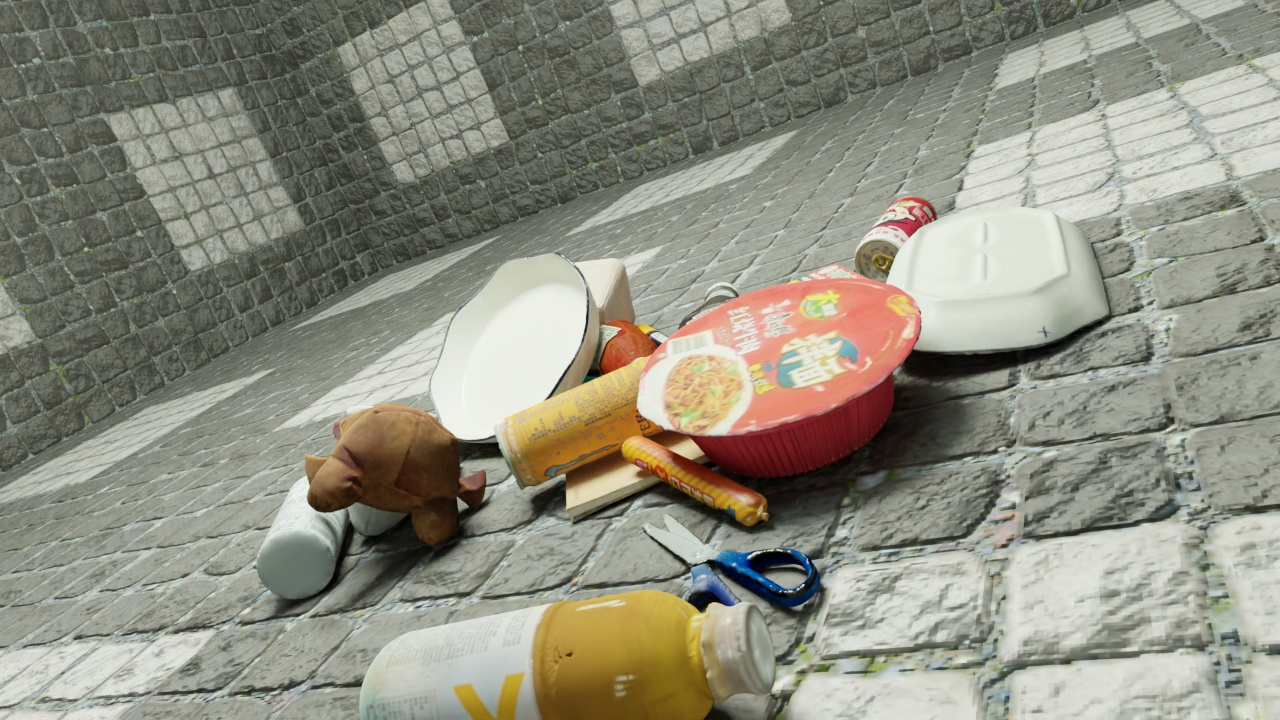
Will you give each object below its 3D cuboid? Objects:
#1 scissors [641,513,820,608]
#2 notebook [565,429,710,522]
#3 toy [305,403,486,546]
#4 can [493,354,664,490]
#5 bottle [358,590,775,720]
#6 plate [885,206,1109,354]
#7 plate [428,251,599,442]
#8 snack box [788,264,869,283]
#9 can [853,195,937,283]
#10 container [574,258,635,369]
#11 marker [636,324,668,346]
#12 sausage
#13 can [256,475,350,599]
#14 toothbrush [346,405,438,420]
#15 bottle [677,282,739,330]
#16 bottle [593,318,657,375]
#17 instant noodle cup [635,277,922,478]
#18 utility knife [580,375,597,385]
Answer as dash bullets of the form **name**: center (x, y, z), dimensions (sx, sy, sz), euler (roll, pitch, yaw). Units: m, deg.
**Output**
- **scissors**: center (0.046, 0.108, 0.519), dimensions (0.125, 0.012, 0.173), euler (-21, 14, 12)
- **notebook**: center (0.038, 0.052, 0.717), dimensions (0.211, 0.012, 0.149), euler (-22, 15, 0)
- **toy**: center (-0.204, 0.092, 0.761), dimensions (0.130, 0.140, 0.199), euler (-66, 18, 1)
- **can**: center (-0.035, 0.046, 0.706), dimensions (0.146, 0.058, 0.058), euler (-23, 16, -4)
- **bottle**: center (-0.035, 0.143, 0.409), dimensions (0.190, 0.068, 0.067), euler (-17, 17, 21)
- **plate**: center (0.268, -0.073, 0.716), dimensions (0.162, 0.034, 0.264), euler (-4, 23, 24)
- **plate**: center (-0.121, -0.009, 0.904), dimensions (0.205, 0.045, 0.204), euler (-21, 52, 29)
- **snack box**: center (0.173, -0.052, 0.843), dimensions (0.077, 0.027, 0.155), euler (-22, 16, -2)
- **can**: center (0.252, -0.118, 0.901), dimensions (0.053, 0.053, 0.132), euler (-12, 19, 35)
- **container**: center (-0.062, -0.046, 1.009), dimensions (0.090, 0.090, 0.110), euler (-5, 29, 11)
- **marker**: center (0.018, -0.022, 0.987), dimensions (0.018, 0.015, 0.124), euler (-22, 18, -14)
- **sausage**: center (0.031, 0.076, 0.599), dimensions (0.021, 0.021, 0.165), euler (-29, 24, -23)
- **can**: center (-0.277, 0.142, 0.769), dimensions (0.058, 0.058, 0.146), euler (-24, 15, -6)
- **toothbrush**: center (-0.222, 0.057, 0.902), dimensions (0.016, 0.016, 0.180), euler (-25, -17, 24)
- **bottle**: center (0.077, -0.037, 0.897), dimensions (0.080, 0.044, 0.194), euler (-18, 15, 13)
- **bottle**: center (-0.005, 0.005, 0.840), dimensions (0.059, 0.060, 0.206), euler (-24, 15, -5)
- **instant noodle cup**: center (0.096, 0.016, 0.619), dimensions (0.194, 0.066, 0.193), euler (-17, 26, 8)
- **utility knife**: center (-0.091, 0.023, 0.993), dimensions (0.029, 0.013, 0.151), euler (-34, 21, -30)
